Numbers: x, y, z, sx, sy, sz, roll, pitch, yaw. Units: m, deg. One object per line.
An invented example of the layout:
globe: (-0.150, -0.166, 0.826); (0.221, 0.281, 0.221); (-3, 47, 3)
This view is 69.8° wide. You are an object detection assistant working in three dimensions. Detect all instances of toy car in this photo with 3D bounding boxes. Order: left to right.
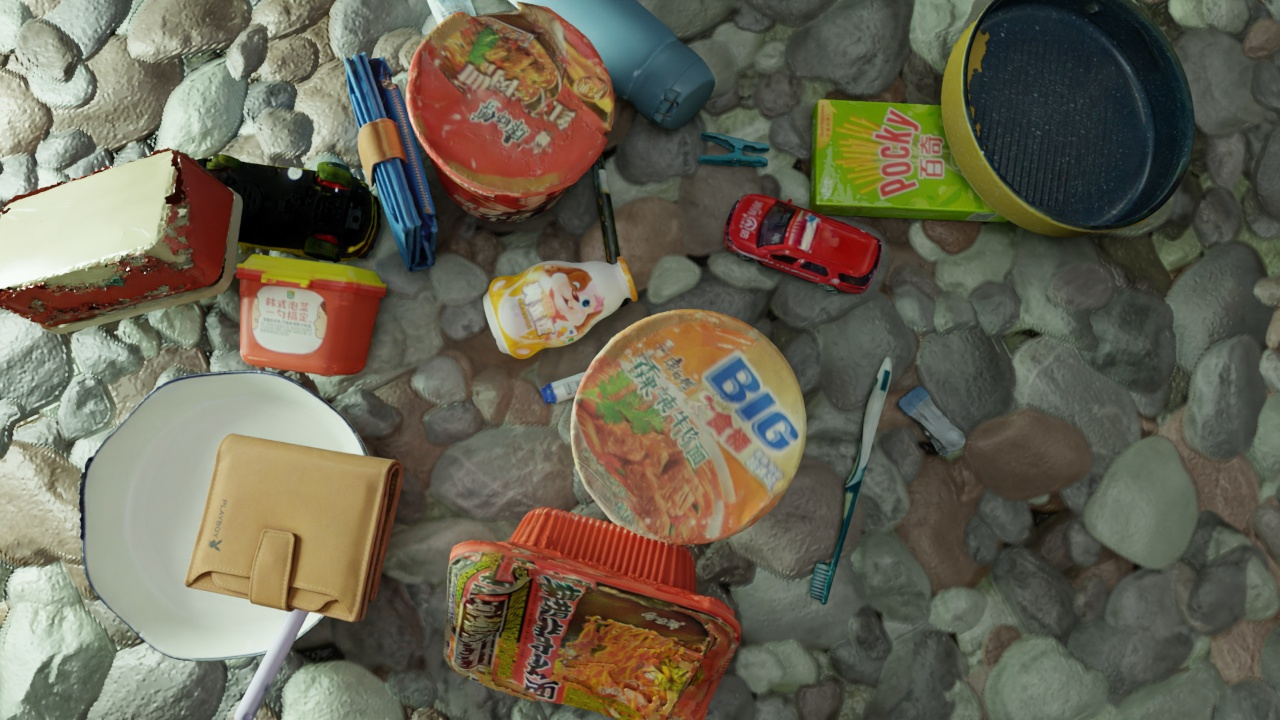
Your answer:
toy car: (-0.274, -0.115, 0.689); (0.156, 0.041, 0.071); (7, 83, 4)
toy car: (0.123, -0.090, 0.693); (0.120, 0.045, 0.053); (18, 81, 3)

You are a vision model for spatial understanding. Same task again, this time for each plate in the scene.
plate: (-0.290, 0.108, 0.660); (0.205, 0.045, 0.204); (0, 83, 0)

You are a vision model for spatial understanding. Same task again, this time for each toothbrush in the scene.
toothbrush: (-0.227, 0.159, 0.623); (0.029, 0.021, 0.189); (29, 83, -30)
toothbrush: (-0.029, -0.132, 0.708); (0.012, 0.017, 0.185); (-8, 83, -5)
toothbrush: (0.158, 0.088, 0.686); (0.018, 0.016, 0.191); (16, 83, 11)

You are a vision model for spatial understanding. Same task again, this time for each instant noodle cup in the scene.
instant noodle cup: (-0.094, -0.164, 0.656); (0.138, 0.109, 0.137); (2, 80, -11)
instant noodle cup: (-0.032, 0.170, 0.612); (0.189, 0.165, 0.078); (16, 44, 1)
instant noodle cup: (0.026, 0.040, 0.631); (0.151, 0.111, 0.151); (0, 93, -4)

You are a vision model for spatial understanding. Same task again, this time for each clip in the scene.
clip: (0.073, -0.162, 0.716); (0.056, 0.014, 0.041); (9, 83, 2)
clip: (0.219, 0.046, 0.689); (0.024, 0.028, 0.056); (-34, 75, -7)

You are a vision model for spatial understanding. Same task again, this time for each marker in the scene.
marker: (-0.004, 0.004, 0.692); (0.146, 0.017, 0.017); (-19, 84, -3)

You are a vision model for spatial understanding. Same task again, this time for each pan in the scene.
pan: (0.338, -0.268, 0.686); (0.197, 0.078, 0.357); (12, 80, -13)

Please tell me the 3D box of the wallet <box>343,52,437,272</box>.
wallet: (-0.179, -0.138, 0.662); (0.040, 0.106, 0.133); (-19, 84, -15)

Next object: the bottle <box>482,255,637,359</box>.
bottle: (-0.058, -0.043, 0.672); (0.108, 0.063, 0.063); (-19, 84, -2)

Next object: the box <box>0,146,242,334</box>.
box: (-0.371, -0.082, 0.632); (0.168, 0.078, 0.091); (-11, 65, 17)

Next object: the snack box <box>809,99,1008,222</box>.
snack box: (0.211, -0.154, 0.711); (0.156, 0.026, 0.085); (3, 82, 0)

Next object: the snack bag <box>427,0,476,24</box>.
snack bag: (-0.149, -0.281, 0.719); (0.045, 0.026, 0.105); (-23, 85, -13)

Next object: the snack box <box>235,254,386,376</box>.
snack box: (-0.240, -0.031, 0.662); (0.091, 0.082, 0.080); (8, 91, 6)

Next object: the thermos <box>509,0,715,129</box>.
thermos: (-0.040, -0.264, 0.702); (0.220, 0.070, 0.070); (41, 84, 3)

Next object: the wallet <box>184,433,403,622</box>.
wallet: (-0.230, 0.109, 0.608); (0.132, 0.031, 0.107); (8, 79, 15)
